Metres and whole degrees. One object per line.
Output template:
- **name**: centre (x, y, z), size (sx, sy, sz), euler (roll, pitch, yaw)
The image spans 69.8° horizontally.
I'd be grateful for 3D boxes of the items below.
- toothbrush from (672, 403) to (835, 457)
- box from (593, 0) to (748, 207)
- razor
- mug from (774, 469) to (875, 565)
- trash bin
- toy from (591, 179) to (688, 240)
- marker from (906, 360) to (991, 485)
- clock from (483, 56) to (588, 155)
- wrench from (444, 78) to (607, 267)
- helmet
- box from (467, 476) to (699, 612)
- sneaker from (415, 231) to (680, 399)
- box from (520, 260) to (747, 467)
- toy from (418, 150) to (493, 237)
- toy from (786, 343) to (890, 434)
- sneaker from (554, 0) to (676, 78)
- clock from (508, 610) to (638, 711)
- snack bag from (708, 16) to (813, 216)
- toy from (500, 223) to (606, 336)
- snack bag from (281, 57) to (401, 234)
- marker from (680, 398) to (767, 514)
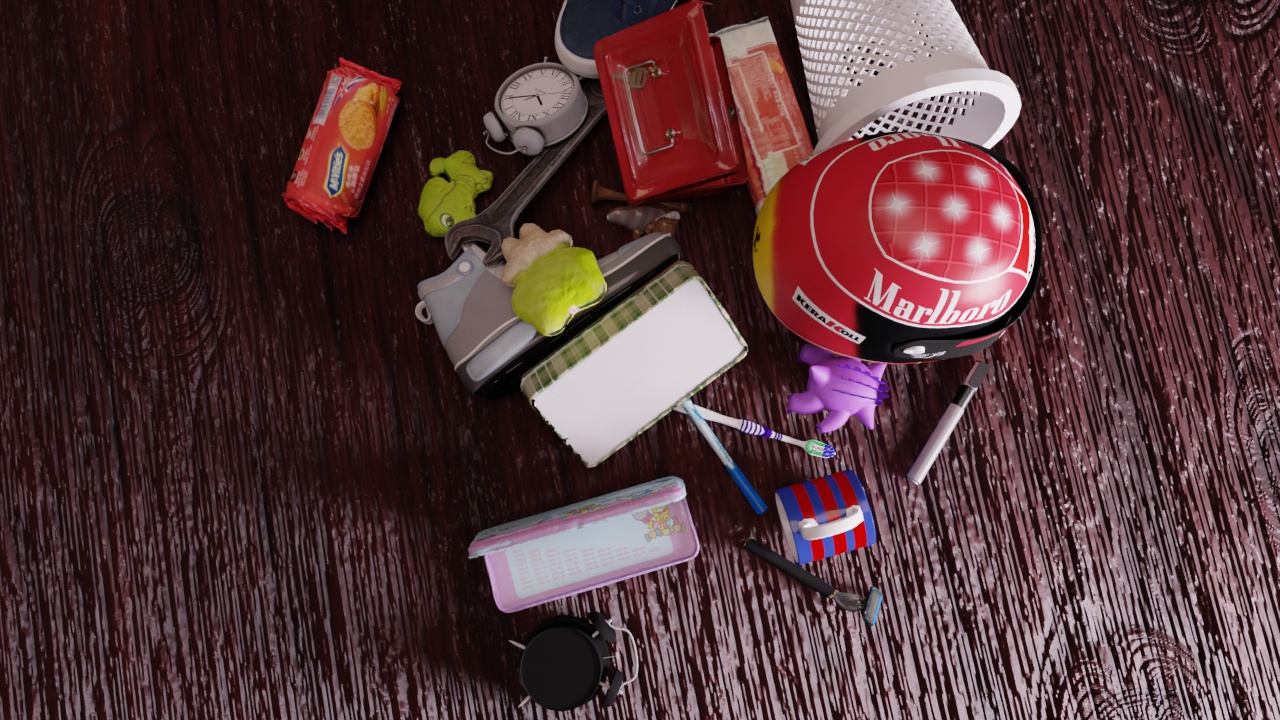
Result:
- **toothbrush**: centre (0.107, 0.067, 0.930), size (0.187, 0.016, 0.015), euler (17, 86, 4)
- **box**: centre (0.041, -0.241, 0.897), size (0.152, 0.164, 0.157), euler (-9, 97, 28)
- **razor**: centre (0.167, 0.215, 0.907), size (0.144, 0.022, 0.042), euler (27, 42, 10)
- **mug**: centre (0.177, 0.150, 0.868), size (0.076, 0.112, 0.075), euler (-16, 87, 0)
- **trash bin**: centre (0.237, -0.296, 0.897), size (0.195, 0.195, 0.199), euler (-14, 73, 0)
- **toy**: centre (-0.003, -0.151, 0.950), size (0.102, 0.042, 0.054), euler (9, 72, -2)
- **marker**: centre (0.309, 0.063, 0.922), size (0.016, 0.016, 0.140), euler (32, 85, 6)
- **clock**: centre (-0.111, -0.258, 0.949), size (0.094, 0.035, 0.122), euler (29, 69, 28)
- **wrench**: centre (-0.099, -0.200, 0.942), size (0.070, 0.010, 0.272), euler (30, 71, 23)
- **helmet**: centre (0.238, -0.097, 0.816), size (0.271, 0.225, 0.197), euler (6, 80, -8)
- **box**: centre (-0.051, 0.177, 0.883), size (0.214, 0.093, 0.089), euler (-16, 82, 0)
- **sneaker**: centre (-0.097, -0.086, 0.929), size (0.256, 0.093, 0.160), euler (-35, 74, -4)
- **box**: centre (-0.005, 0.005, 0.895), size (0.205, 0.050, 0.117), euler (-37, 123, 4)
- **toy**: centre (-0.196, -0.172, 0.964), size (0.093, 0.036, 0.094), euler (-41, 77, -6)
- **toy**: centre (0.199, 0.024, 0.911), size (0.088, 0.056, 0.106), euler (16, 75, 0)
- **sneaker**: centre (0.017, -0.417, 0.928), size (0.121, 0.127, 0.294), euler (35, 80, 9)
- **clock**: centre (-0.063, 0.294, 0.894), size (0.121, 0.042, 0.091), euler (-9, 82, 1)
- **snack bag**: centre (0.130, -0.243, 0.958), size (0.077, 0.041, 0.225), euler (-17, 81, -1)
- **toy**: centre (-0.089, -0.082, 0.861), size (0.092, 0.043, 0.118), euler (-39, 63, -4)
- **snack bag**: centre (-0.312, -0.224, 0.957), size (0.082, 0.082, 0.176), euler (17, 83, 4)
- **marker**: centre (0.082, 0.094, 0.921), size (0.013, 0.013, 0.142), euler (-35, 89, -3)
